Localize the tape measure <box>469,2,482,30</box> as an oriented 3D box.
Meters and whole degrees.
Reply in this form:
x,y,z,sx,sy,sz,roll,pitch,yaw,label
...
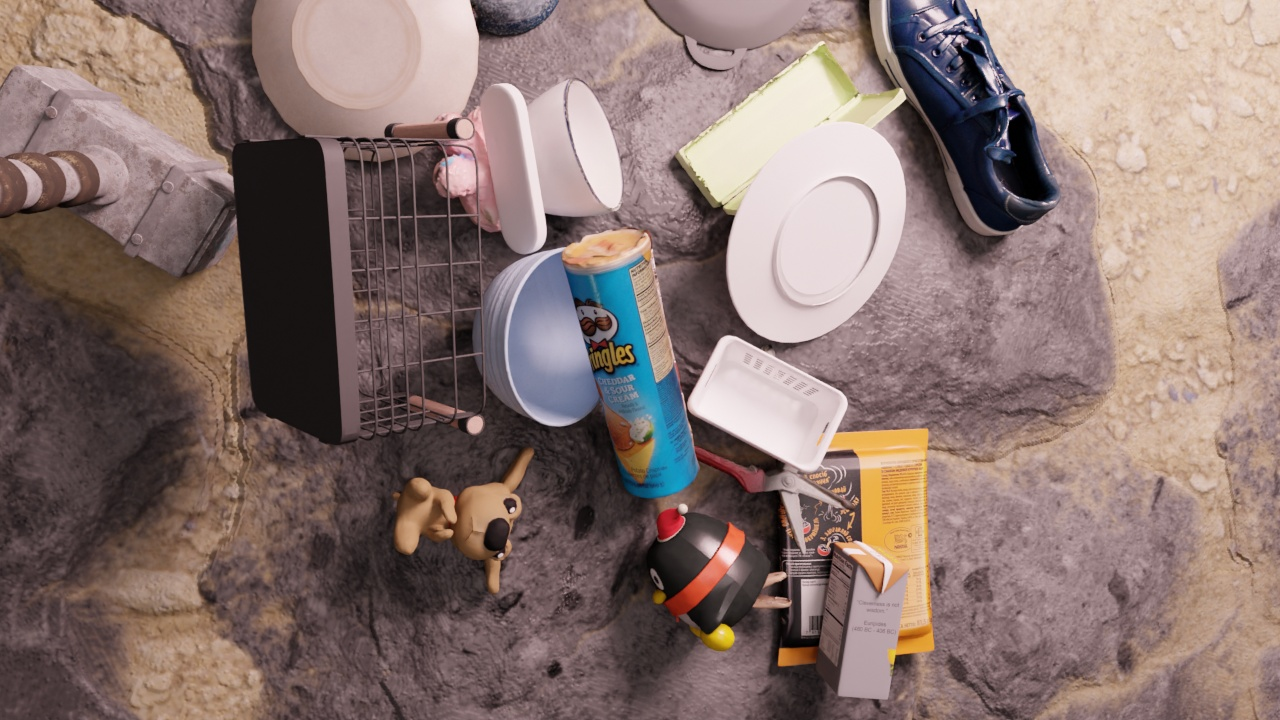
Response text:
x,y,z,sx,sy,sz,roll,pitch,yaw,label
-0.175,-0.285,0.783,0.062,0.038,0.067,34,111,-1,tape measure

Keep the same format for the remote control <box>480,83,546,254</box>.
x,y,z,sx,sy,sz,roll,pitch,yaw,label
-0.103,-0.154,0.746,0.013,0.043,0.136,-27,114,-48,remote control

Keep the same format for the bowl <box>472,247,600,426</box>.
x,y,z,sx,sy,sz,roll,pitch,yaw,label
-0.089,-0.023,0.781,0.150,0.075,0.150,-13,106,-53,bowl

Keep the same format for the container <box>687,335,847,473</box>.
x,y,z,sx,sy,sz,roll,pitch,yaw,label
0.112,0.042,0.834,0.129,0.049,0.080,28,78,2,container

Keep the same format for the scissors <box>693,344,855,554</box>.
x,y,z,sx,sy,sz,roll,pitch,yaw,label
0.118,0.076,0.862,0.199,0.015,0.179,19,78,0,scissors

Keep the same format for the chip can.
x,y,z,sx,sy,sz,roll,pitch,yaw,label
-0.005,0.004,0.777,0.079,0.080,0.230,-20,118,-13,chip can

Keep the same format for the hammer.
x,y,z,sx,sy,sz,roll,pitch,yaw,label
-0.392,-0.116,0.597,0.177,0.326,0.079,34,100,-11,hammer

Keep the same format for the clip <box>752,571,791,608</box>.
x,y,z,sx,sy,sz,roll,pitch,yaw,label
0.115,0.225,0.865,0.061,0.024,0.041,-24,83,16,clip

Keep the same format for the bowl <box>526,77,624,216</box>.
x,y,z,sx,sy,sz,roll,pitch,yaw,label
-0.066,-0.175,0.786,0.066,0.116,0.116,-13,94,19,bowl

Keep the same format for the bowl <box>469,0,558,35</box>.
x,y,z,sx,sy,sz,roll,pitch,yaw,label
-0.118,-0.349,0.795,0.114,0.061,0.114,0,89,-14,bowl

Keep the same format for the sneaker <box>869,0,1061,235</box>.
x,y,z,sx,sy,sz,roll,pitch,yaw,label
0.317,-0.260,0.869,0.120,0.127,0.294,-29,95,-13,sneaker

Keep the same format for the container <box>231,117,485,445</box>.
x,y,z,sx,sy,sz,roll,pitch,yaw,label
-0.206,-0.060,0.695,0.130,0.163,0.241,-10,105,-42,container

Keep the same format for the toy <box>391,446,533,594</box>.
x,y,z,sx,sy,sz,roll,pitch,yaw,label
-0.151,0.132,0.776,0.108,0.106,0.134,14,91,-24,toy

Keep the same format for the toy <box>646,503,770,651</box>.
x,y,z,sx,sy,sz,roll,pitch,yaw,label
0.052,0.185,0.824,0.119,0.097,0.099,42,81,-1,toy

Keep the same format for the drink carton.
x,y,z,sx,sy,sz,roll,pitch,yaw,label
0.201,0.234,0.835,0.048,0.076,0.125,7,93,-9,drink carton

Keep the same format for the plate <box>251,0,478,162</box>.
x,y,z,sx,sy,sz,roll,pitch,yaw,label
-0.229,-0.260,0.755,0.189,0.027,0.189,0,104,0,plate

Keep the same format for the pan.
x,y,z,sx,sy,sz,roll,pitch,yaw,label
0.092,-0.454,0.863,0.216,0.024,0.354,7,88,-13,pan

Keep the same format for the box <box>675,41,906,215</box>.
x,y,z,sx,sy,sz,roll,pitch,yaw,label
0.139,-0.208,0.859,0.188,0.064,0.130,-41,57,-12,box

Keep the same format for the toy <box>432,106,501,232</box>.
x,y,z,sx,sy,sz,roll,pitch,yaw,label
-0.138,-0.166,0.776,0.053,0.105,0.108,-1,88,24,toy

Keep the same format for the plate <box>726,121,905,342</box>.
x,y,z,sx,sy,sz,roll,pitch,yaw,label
0.167,-0.110,0.834,0.208,0.015,0.209,-15,122,-26,plate

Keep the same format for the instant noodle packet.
x,y,z,sx,sy,sz,roll,pitch,yaw,label
0.208,0.180,0.890,0.159,0.032,0.221,-2,91,-11,instant noodle packet
